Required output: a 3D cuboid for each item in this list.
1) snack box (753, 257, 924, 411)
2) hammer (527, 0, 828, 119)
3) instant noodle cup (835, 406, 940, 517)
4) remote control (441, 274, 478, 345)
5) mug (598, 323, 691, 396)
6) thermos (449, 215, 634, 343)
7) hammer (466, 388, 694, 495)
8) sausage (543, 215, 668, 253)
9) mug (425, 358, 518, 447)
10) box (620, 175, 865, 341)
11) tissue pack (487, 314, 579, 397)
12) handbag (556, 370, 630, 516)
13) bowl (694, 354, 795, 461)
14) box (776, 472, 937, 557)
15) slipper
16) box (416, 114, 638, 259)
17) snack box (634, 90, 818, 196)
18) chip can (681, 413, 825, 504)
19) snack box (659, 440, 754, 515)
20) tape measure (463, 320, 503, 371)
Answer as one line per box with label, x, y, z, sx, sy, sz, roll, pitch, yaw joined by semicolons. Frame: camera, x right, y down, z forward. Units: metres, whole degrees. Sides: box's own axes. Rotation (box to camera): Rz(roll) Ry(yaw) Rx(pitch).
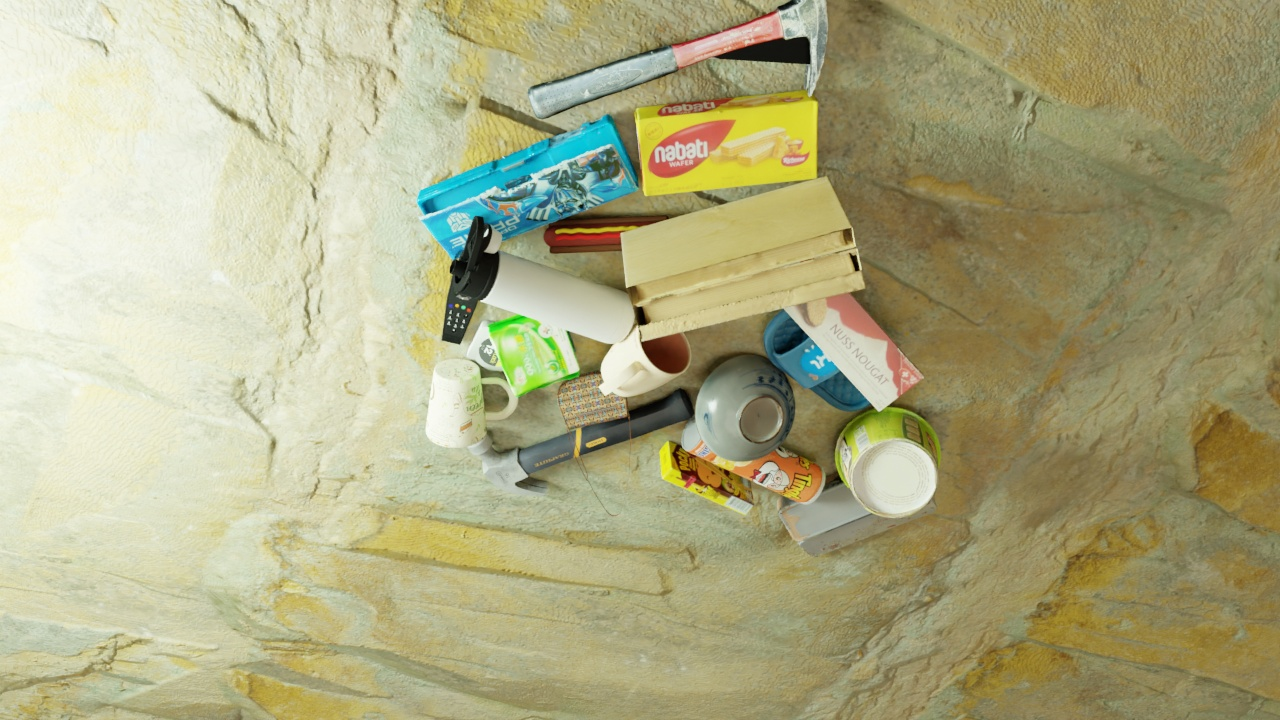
snack box;0.236;-0.055;1.133;0.077;0.044;0.273;-40;104;15
hammer;0.040;-0.315;0.982;0.326;0.036;0.140;-15;124;9
instant noodle cup;0.348;0.146;1.275;0.146;0.097;0.146;2;107;7
remote control;-0.227;-0.073;1.162;0.039;0.010;0.125;14;125;-13
mug;-0.007;0.007;1.166;0.085;0.111;0.105;52;138;-2
thermos;-0.109;-0.092;1.093;0.229;0.068;0.101;17;125;-29
hammer;-0.077;0.106;1.292;0.313;0.035;0.139;-21;127;12
sausage;-0.038;-0.150;1.097;0.155;0.040;0.040;-3;127;-1
mug;-0.224;0.054;1.223;0.122;0.081;0.097;1;120;-11
box;0.111;-0.103;1.030;0.249;0.140;0.148;-15;104;6
tissue pack;-0.135;-0.015;1.180;0.099;0.034;0.114;-21;117;-6
handbag;-0.050;0.112;1.237;0.093;0.043;0.195;-13;91;1
bowl;0.150;0.071;1.224;0.150;0.057;0.151;-4;104;-17
box;0.331;0.225;1.398;0.217;0.063;0.157;-26;135;15
slipper;0.243;0.006;1.217;0.104;0.059;0.213;-35;123;23
box;-0.128;-0.188;1.047;0.244;0.066;0.091;-19;126;11
snack box;0.097;-0.244;1.031;0.200;0.042;0.092;-5;125;1
chip can;0.162;0.139;1.309;0.210;0.062;0.062;26;121;-20
snack box;0.097;0.170;1.330;0.149;0.061;0.026;26;121;-21
tape measure;-0.191;-0.016;1.203;0.065;0.016;0.064;21;123;-18
